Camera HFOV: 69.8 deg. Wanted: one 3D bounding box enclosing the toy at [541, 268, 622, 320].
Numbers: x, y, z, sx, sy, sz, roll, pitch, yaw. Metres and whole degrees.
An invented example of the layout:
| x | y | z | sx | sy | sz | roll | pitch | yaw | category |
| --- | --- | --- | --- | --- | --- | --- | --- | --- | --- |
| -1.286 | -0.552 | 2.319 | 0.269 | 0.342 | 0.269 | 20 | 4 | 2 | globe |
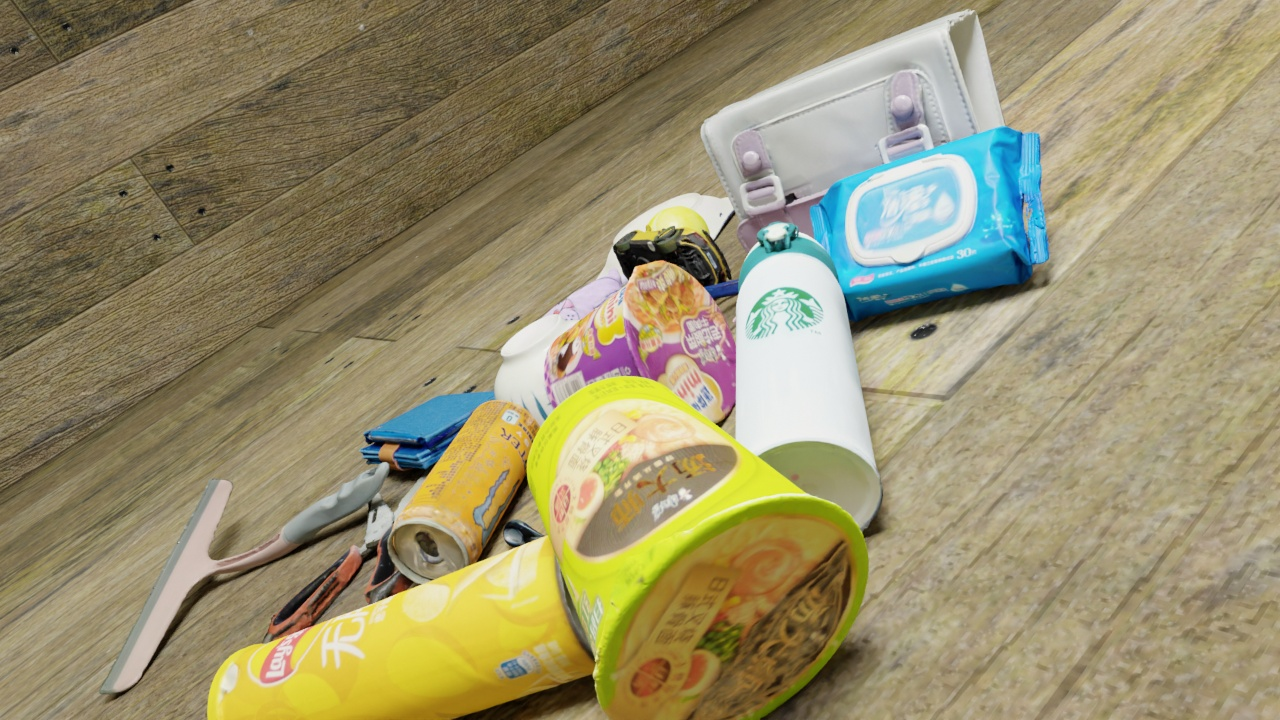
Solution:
| x | y | z | sx | sy | sz | roll | pitch | yaw | category |
| --- | --- | --- | --- | --- | --- | --- | --- | --- | --- |
| -0.055 | -0.045 | 0.895 | 0.108 | 0.039 | 0.084 | -31 | 32 | -5 | toy |

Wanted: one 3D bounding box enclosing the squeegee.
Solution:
| x | y | z | sx | sy | sz | roll | pitch | yaw | category |
| --- | --- | --- | --- | --- | --- | --- | --- | --- | --- |
| -0.306 | 0.148 | 0.782 | 0.250 | 0.040 | 0.247 | -26 | 31 | 16 | squeegee |

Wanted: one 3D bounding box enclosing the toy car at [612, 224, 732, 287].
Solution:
| x | y | z | sx | sy | sz | roll | pitch | yaw | category |
| --- | --- | --- | --- | --- | --- | --- | --- | --- | --- |
| 0.024 | -0.091 | 0.843 | 0.041 | 0.071 | 0.156 | -39 | 21 | -19 | toy car |

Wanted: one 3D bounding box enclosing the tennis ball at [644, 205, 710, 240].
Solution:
| x | y | z | sx | sy | sz | roll | pitch | yaw | category |
| --- | --- | --- | --- | --- | --- | --- | --- | --- | --- |
| 0.036 | -0.119 | 0.903 | 0.065 | 0.065 | 0.065 | -27 | 20 | 10 | tennis ball |

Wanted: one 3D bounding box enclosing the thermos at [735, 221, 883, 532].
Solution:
| x | y | z | sx | sy | sz | roll | pitch | yaw | category |
| --- | --- | --- | --- | --- | --- | --- | --- | --- | --- |
| 0.084 | -0.002 | 0.502 | 0.073 | 0.073 | 0.223 | -23 | 29 | 20 | thermos |

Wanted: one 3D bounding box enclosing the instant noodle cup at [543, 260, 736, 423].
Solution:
| x | y | z | sx | sy | sz | roll | pitch | yaw | category |
| --- | --- | --- | --- | --- | --- | --- | --- | --- | --- |
| -0.004 | 0.004 | 0.618 | 0.099 | 0.111 | 0.111 | -26 | 18 | 40 | instant noodle cup |

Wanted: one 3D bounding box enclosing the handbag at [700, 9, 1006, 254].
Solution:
| x | y | z | sx | sy | sz | roll | pitch | yaw | category |
| --- | --- | --- | --- | --- | --- | --- | --- | --- | --- |
| 0.160 | -0.149 | 0.678 | 0.197 | 0.145 | 0.098 | -13 | 22 | 39 | handbag |

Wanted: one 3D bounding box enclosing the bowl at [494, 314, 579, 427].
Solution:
| x | y | z | sx | sy | sz | roll | pitch | yaw | category |
| --- | --- | --- | --- | --- | --- | --- | --- | --- | --- |
| -0.073 | 0.004 | 0.760 | 0.116 | 0.066 | 0.116 | -27 | 20 | 11 | bowl |

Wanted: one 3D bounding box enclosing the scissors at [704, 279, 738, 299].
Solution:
| x | y | z | sx | sy | sz | roll | pitch | yaw | category |
| --- | --- | --- | --- | --- | --- | --- | --- | --- | --- |
| 0.034 | -0.048 | 0.715 | 0.172 | 0.012 | 0.163 | -14 | 4 | -32 | scissors |

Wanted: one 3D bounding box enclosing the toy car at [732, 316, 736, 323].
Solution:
| x | y | z | sx | sy | sz | roll | pitch | yaw | category |
| --- | --- | --- | --- | --- | --- | --- | --- | --- | --- |
| 0.095 | -0.031 | 0.652 | 0.056 | 0.037 | 0.122 | -24 | 20 | 14 | toy car |

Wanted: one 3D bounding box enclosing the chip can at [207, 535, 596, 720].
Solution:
| x | y | z | sx | sy | sz | roll | pitch | yaw | category |
| --- | --- | --- | --- | --- | --- | --- | --- | --- | --- |
| -0.111 | 0.149 | 0.460 | 0.214 | 0.072 | 0.072 | -23 | 21 | 17 | chip can |

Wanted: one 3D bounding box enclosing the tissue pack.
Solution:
| x | y | z | sx | sy | sz | roll | pitch | yaw | category |
| --- | --- | --- | --- | --- | --- | --- | --- | --- | --- |
| 0.175 | -0.084 | 0.583 | 0.157 | 0.052 | 0.094 | -14 | 65 | 39 | tissue pack |

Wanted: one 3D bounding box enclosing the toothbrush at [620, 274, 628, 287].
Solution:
| x | y | z | sx | sy | sz | roll | pitch | yaw | category |
| --- | --- | --- | --- | --- | --- | --- | --- | --- | --- |
| -0.030 | -0.075 | 0.941 | 0.189 | 0.021 | 0.029 | -36 | 26 | -4 | toothbrush |

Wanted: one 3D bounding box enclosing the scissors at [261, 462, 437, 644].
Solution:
| x | y | z | sx | sy | sz | roll | pitch | yaw | category |
| --- | --- | --- | --- | --- | --- | --- | --- | --- | --- |
| -0.200 | 0.140 | 0.683 | 0.189 | 0.015 | 0.226 | -15 | 25 | 45 | scissors |

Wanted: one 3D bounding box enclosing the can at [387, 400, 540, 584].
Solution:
| x | y | z | sx | sy | sz | roll | pitch | yaw | category |
| --- | --- | --- | --- | --- | --- | --- | --- | --- | --- |
| -0.117 | 0.087 | 0.633 | 0.058 | 0.058 | 0.145 | -21 | 22 | 25 | can |

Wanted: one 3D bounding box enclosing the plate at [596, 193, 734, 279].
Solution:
| x | y | z | sx | sy | sz | roll | pitch | yaw | category |
| --- | --- | --- | --- | --- | --- | --- | --- | --- | --- |
| 0.025 | -0.145 | 1.029 | 0.165 | 0.034 | 0.163 | -16 | 25 | 35 | plate |

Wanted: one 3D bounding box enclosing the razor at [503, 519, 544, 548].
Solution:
| x | y | z | sx | sy | sz | roll | pitch | yaw | category |
| --- | --- | --- | --- | --- | --- | --- | --- | --- | --- |
| -0.049 | 0.113 | 0.533 | 0.143 | 0.022 | 0.042 | 2 | 81 | 62 | razor |

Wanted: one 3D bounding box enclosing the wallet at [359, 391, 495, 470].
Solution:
| x | y | z | sx | sy | sz | roll | pitch | yaw | category |
| --- | --- | --- | --- | --- | --- | --- | --- | --- | --- |
| -0.184 | 0.061 | 0.824 | 0.106 | 0.040 | 0.133 | -33 | 16 | -35 | wallet |

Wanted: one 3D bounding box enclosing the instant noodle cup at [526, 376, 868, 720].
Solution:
| x | y | z | sx | sy | sz | roll | pitch | yaw | category |
| --- | --- | --- | --- | --- | --- | --- | --- | --- | --- |
| 0.009 | 0.068 | 0.373 | 0.111 | 0.112 | 0.123 | -33 | 38 | -8 | instant noodle cup |
